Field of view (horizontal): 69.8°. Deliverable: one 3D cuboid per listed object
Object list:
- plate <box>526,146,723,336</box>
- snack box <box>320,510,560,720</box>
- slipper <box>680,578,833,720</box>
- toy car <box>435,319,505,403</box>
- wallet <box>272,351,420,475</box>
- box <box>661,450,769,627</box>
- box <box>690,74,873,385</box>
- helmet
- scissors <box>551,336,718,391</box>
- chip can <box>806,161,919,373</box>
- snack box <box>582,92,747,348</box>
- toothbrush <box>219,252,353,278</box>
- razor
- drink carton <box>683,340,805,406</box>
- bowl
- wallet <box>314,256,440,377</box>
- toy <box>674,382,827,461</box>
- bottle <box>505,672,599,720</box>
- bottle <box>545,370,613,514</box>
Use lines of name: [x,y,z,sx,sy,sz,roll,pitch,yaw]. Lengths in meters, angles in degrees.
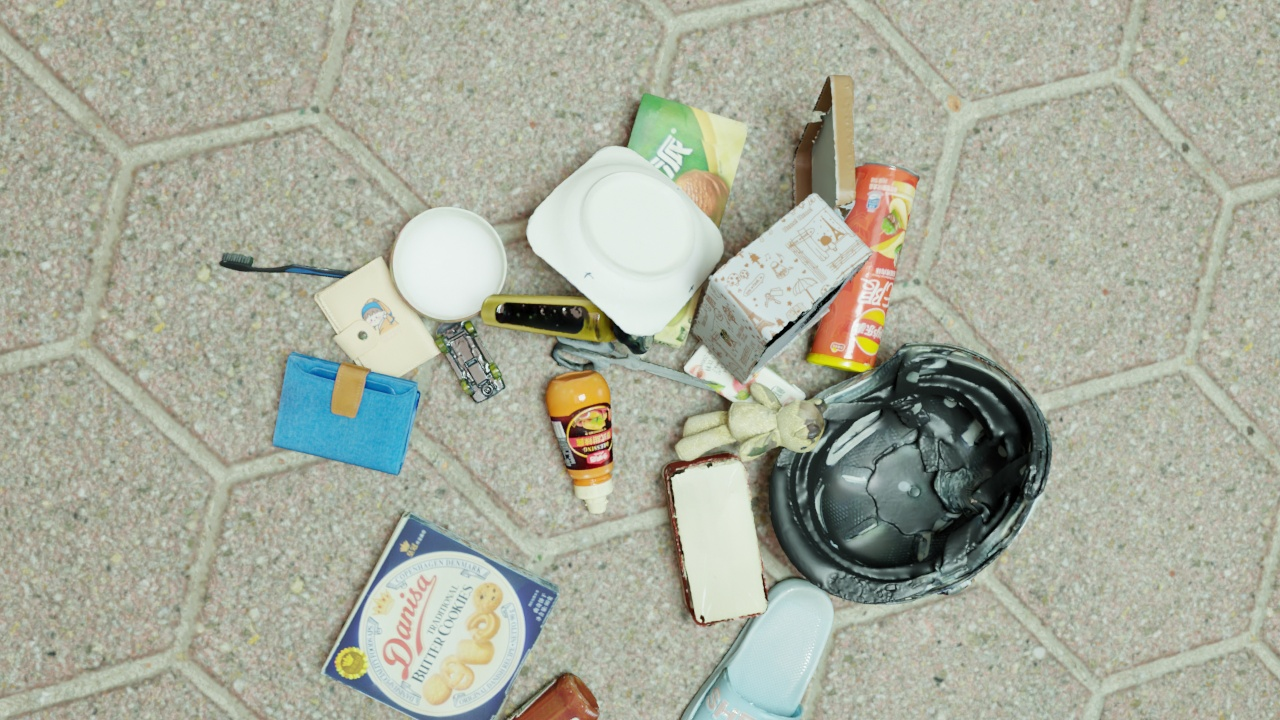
plate: [-0.006,-0.121,0.860,0.164,0.034,0.163,41,62,-2]
snack box: [-0.203,0.276,0.944,0.182,0.046,0.178,28,88,-7]
slipper: [0.130,0.347,0.968,0.104,0.074,0.245,31,87,-7]
toy car: [-0.176,-0.002,0.942,0.042,0.035,0.090,-30,94,-6]
wallet: [-0.296,0.054,0.926,0.133,0.040,0.106,15,104,-6]
box: [0.080,0.184,0.954,0.091,0.079,0.168,-10,93,-5]
box: [0.151,-0.115,0.873,0.126,0.179,0.273,25,76,4]
helmet: [0.275,0.120,0.928,0.274,0.156,0.230,-44,63,10]
scissors: [-0.006,-0.003,0.936,0.175,0.014,0.136,-7,133,25]
chip can: [0.235,-0.095,0.965,0.073,0.073,0.216,14,90,-6]
snack box: [0.021,-0.140,0.944,0.114,0.063,0.240,17,91,-4]
toothbrush: [-0.330,-0.093,0.935,0.189,0.014,0.016,5,66,-7]
razor: [-0.069,-0.041,0.881,0.167,0.067,0.062,5,104,4]
drink carton: [0.108,0.020,0.967,0.122,0.045,0.053,34,98,-4]
bowl: [-0.191,-0.094,0.924,0.113,0.062,0.113,0,92,-7]
wallet: [-0.270,-0.035,0.934,0.087,0.024,0.115,-30,103,4]
toy: [0.107,0.071,0.909,0.158,0.104,0.066,-11,119,28]
bottle: [-0.136,0.409,0.949,0.206,0.060,0.060,-39,95,-3]
bottle: [-0.056,0.087,0.948,0.066,0.067,0.149,-10,100,-6]
